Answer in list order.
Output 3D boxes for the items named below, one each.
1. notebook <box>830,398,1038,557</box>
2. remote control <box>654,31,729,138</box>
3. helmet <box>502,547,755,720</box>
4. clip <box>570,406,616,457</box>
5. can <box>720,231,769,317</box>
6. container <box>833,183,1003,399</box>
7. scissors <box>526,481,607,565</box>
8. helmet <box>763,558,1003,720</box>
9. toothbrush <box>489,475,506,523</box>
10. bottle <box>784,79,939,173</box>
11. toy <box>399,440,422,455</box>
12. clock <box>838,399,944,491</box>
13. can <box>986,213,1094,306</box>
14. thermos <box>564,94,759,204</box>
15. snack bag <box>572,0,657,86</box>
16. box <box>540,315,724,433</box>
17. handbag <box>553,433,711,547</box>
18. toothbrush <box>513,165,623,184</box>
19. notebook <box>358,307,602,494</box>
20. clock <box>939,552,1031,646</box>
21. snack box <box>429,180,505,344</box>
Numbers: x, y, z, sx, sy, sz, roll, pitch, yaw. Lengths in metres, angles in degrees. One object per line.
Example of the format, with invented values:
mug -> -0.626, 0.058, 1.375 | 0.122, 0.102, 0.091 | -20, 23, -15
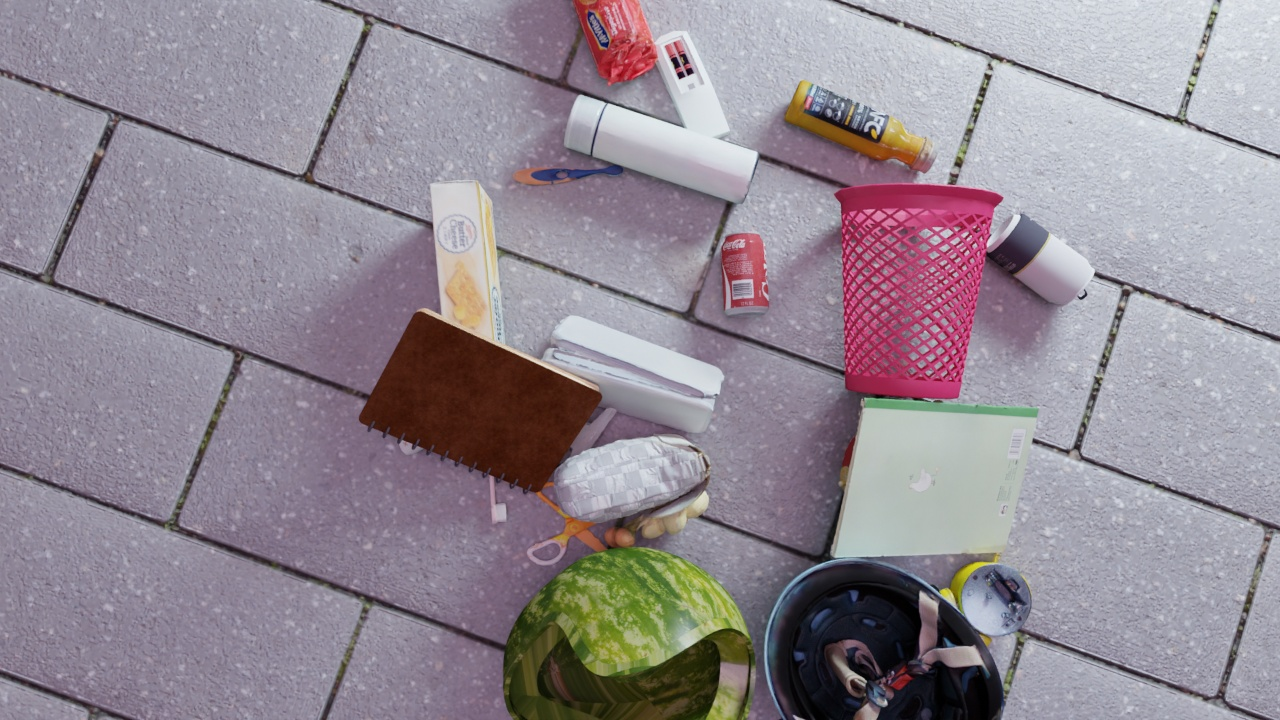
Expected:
notebook -> 0.336, 0.134, 1.031 | 0.252, 0.010, 0.182 | 4, 103, -24
remote control -> 0.060, -0.339, 1.131 | 0.049, 0.024, 0.143 | -23, 86, -3
helmet -> -0.011, 0.310, 0.971 | 0.242, 0.248, 0.213 | -33, 118, -40
clip -> -0.077, 0.084, 1.083 | 0.054, 0.038, 0.102 | 36, 102, 6
can -> 0.124, -0.102, 1.098 | 0.054, 0.054, 0.096 | -3, 85, -2
container -> 0.307, -0.074, 1.050 | 0.183, 0.183, 0.226 | 4, 93, -1
scissors -> -0.084, 0.202, 1.089 | 0.125, 0.011, 0.129 | 39, 86, 3
helmet -> 0.245, 0.337, 1.006 | 0.225, 0.167, 0.265 | -41, 89, -6
toothbrush -> -0.176, 0.103, 1.094 | 0.018, 0.016, 0.181 | -5, 86, -9
bottle -> 0.270, -0.281, 1.116 | 0.186, 0.053, 0.053 | 23, 85, 1
toy -> -0.224, 0.078, 1.079 | 0.125, 0.037, 0.076 | 3, 93, 11
clock -> 0.305, 0.112, 1.064 | 0.158, 0.081, 0.117 | -45, 116, -6
can -> 0.483, -0.117, 1.102 | 0.127, 0.064, 0.064 | 37, 85, 2
thermos -> 0.024, -0.253, 1.103 | 0.230, 0.068, 0.068 | 17, 85, 1
snack bag -> -0.036, -0.424, 1.111 | 0.082, 0.082, 0.176 | -20, 87, -3
box -> -0.003, -0.001, 1.073 | 0.216, 0.108, 0.109 | 16, 69, 0
handbag -> -0.010, 0.150, 1.043 | 0.171, 0.112, 0.123 | -13, 96, -8
toothbrush -> -0.088, -0.229, 1.125 | 0.135, 0.017, 0.021 | -3, 81, 1
notebook -> -0.179, 0.052, 1.024 | 0.225, 0.024, 0.168 | 25, 114, -20
clock -> 0.397, 0.284, 1.070 | 0.118, 0.057, 0.083 | -41, 88, -4
snack box -> -0.198, -0.095, 1.065 | 0.057, 0.104, 0.208 | -6, 85, -1
